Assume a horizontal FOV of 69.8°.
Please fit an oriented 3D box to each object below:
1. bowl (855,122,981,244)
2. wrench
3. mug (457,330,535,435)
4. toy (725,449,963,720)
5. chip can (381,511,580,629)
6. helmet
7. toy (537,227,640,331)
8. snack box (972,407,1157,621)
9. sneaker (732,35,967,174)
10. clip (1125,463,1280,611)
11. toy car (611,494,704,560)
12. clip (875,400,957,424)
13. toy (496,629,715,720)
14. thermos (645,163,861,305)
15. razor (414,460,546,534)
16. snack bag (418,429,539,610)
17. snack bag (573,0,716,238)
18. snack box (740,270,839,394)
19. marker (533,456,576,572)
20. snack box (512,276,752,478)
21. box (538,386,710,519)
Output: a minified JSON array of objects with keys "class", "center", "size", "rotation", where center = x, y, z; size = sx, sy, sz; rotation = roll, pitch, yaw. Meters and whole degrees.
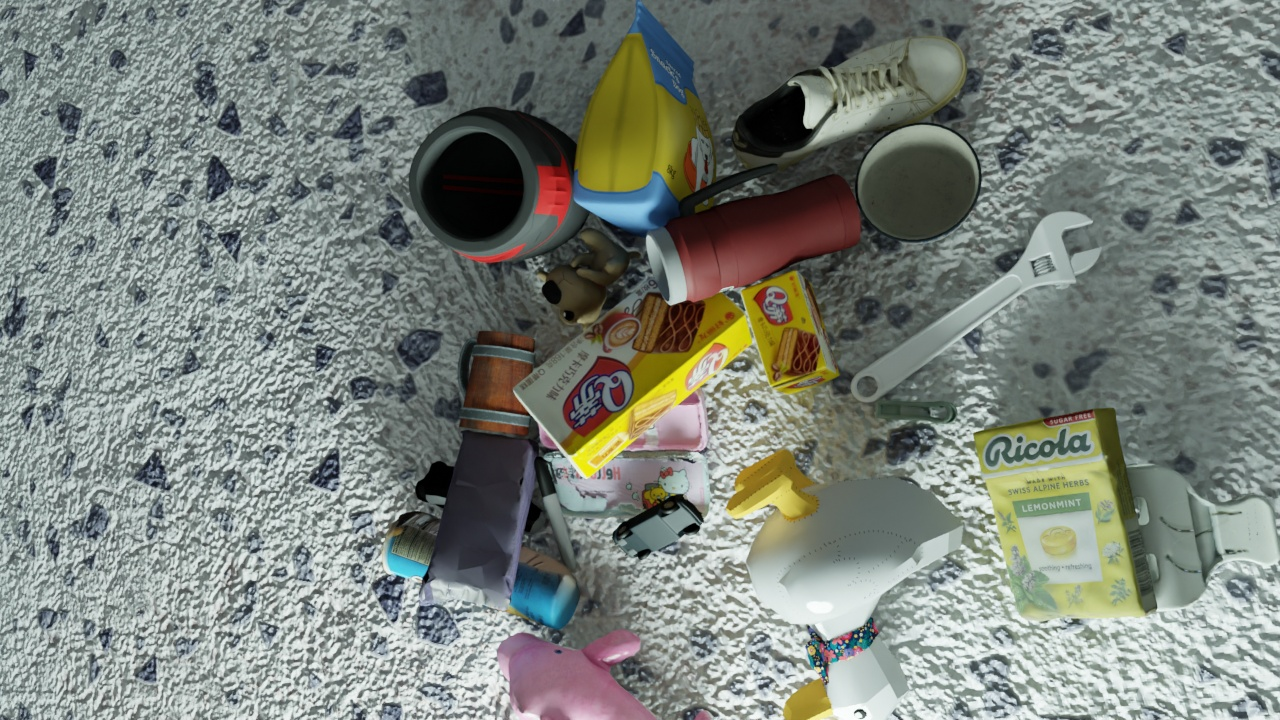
[{"class":"bowl","center":[0.273,-0.167,0.898],"size":[0.116,0.059,0.115],"rotation":[-2,85,22]},{"class":"wrench","center":[0.320,-0.045,0.892],"size":[0.274,0.018,0.066],"rotation":[-38,72,17]},{"class":"mug","center":[-0.175,0.026,1.066],"size":[0.118,0.081,0.111],"rotation":[2,82,43]},{"class":"toy","center":[0.189,0.211,0.867],"size":[0.247,0.140,0.267],"rotation":[-35,91,15]},{"class":"chip can","center":[-0.181,0.236,1.045],"size":[0.230,0.079,0.080],"rotation":[12,90,21]},{"class":"helmet","center":[-0.148,-0.192,1.014],"size":[0.265,0.169,0.164],"rotation":[11,103,34]},{"class":"toy","center":[-0.058,-0.086,1.015],"size":[0.108,0.105,0.134],"rotation":[-46,67,24]},{"class":"snack box","center":[0.373,0.140,0.813],"size":[0.122,0.045,0.180],"rotation":[-19,77,51]},{"class":"sneaker","center":[0.198,-0.265,0.914],"size":[0.242,0.102,0.089],"rotation":[-21,78,19]},{"class":"clip","center":[0.462,0.150,0.788],"size":[0.152,0.091,0.125],"rotation":[-9,85,32]},{"class":"toy car","center":[0.018,0.176,0.974],"size":[0.112,0.034,0.046],"rotation":[-34,107,33]},{"class":"clip","center":[0.270,0.050,0.900],"size":[0.074,0.035,0.023],"rotation":[2,88,28]},{"class":"toy","center":[-0.054,0.382,0.955],"size":[0.266,0.127,0.187],"rotation":[30,102,14]},{"class":"thermos","center":[0.107,-0.131,0.905],"size":[0.198,0.084,0.108],"rotation":[-18,108,-7]},{"class":"razor","center":[-0.182,0.162,1.066],"size":[0.156,0.057,0.060],"rotation":[12,134,22]},{"class":"snack bag","center":[-0.172,0.169,0.997],"size":[0.096,0.058,0.205],"rotation":[7,56,0]},{"class":"snack bag","center":[0.015,-0.243,0.959],"size":[0.102,0.159,0.205],"rotation":[6,87,25]},{"class":"snack box","center":[0.152,-0.026,0.924],"size":[0.061,0.083,0.105],"rotation":[-19,78,19]},{"class":"marker","center":[-0.093,0.173,1.032],"size":[0.022,0.016,0.138],"rotation":[-16,96,7]},{"class":"snack box","center":[-0.006,0.006,0.949],"size":[0.230,0.062,0.110],"rotation":[-39,60,-7]},{"class":"box","center":[-0.020,0.099,1.013],"size":[0.202,0.044,0.155],"rotation":[-1,103,23]}]
